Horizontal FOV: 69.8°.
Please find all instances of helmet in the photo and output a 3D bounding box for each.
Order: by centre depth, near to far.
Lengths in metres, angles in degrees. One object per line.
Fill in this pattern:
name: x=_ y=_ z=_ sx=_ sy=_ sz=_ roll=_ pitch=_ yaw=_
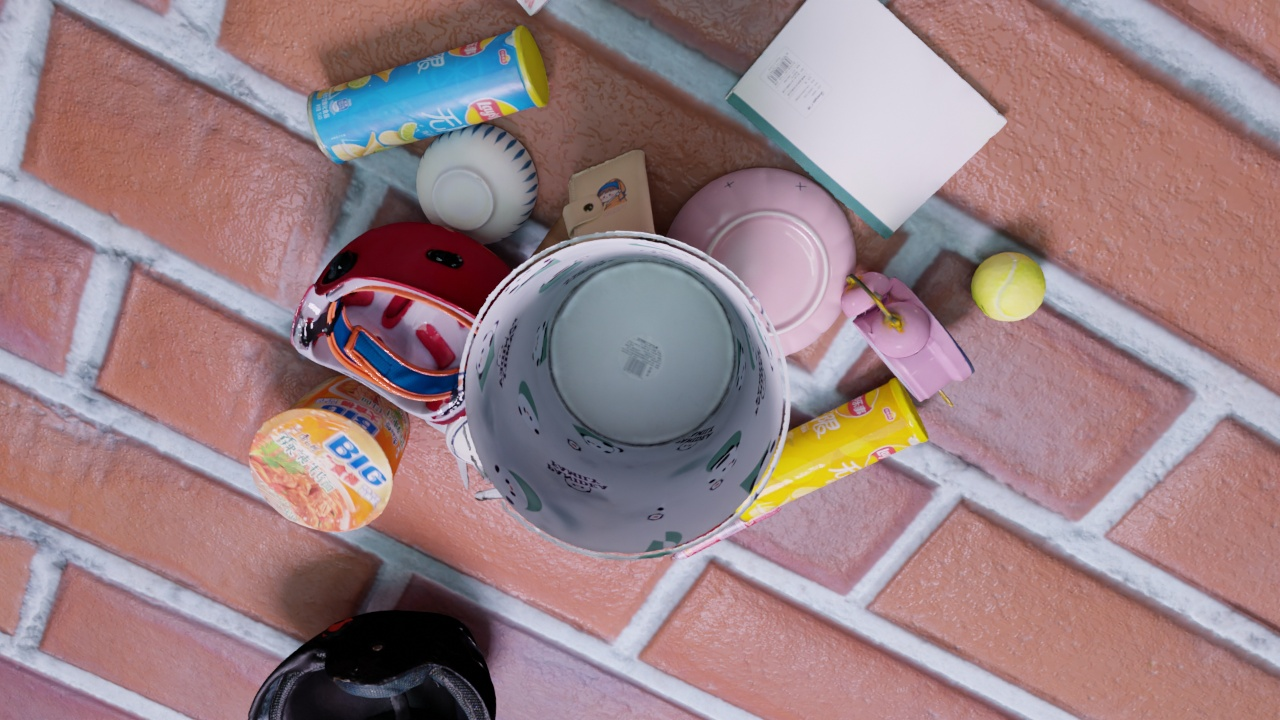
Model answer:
helmet: x=-0.197 y=-0.054 z=0.868 sx=0.207 sy=0.143 sz=0.241 roll=33 pitch=144 yaw=-29
helmet: x=-0.302 y=0.410 z=1.075 sx=0.275 sy=0.230 sz=0.233 roll=-1 pitch=101 yaw=5

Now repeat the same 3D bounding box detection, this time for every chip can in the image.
chip can: x=-0.193 y=-0.240 z=0.838 sx=0.210 sy=0.071 sz=0.071 roll=-13 pitch=114 yaw=12
chip can: x=0.188 y=0.095 z=0.961 sx=0.214 sy=0.072 sz=0.072 roll=-28 pitch=110 yaw=19

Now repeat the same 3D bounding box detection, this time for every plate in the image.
plate: x=0.116 y=-0.086 z=0.880 sx=0.192 sy=0.039 sz=0.192 roll=-1 pitch=108 yaw=-3

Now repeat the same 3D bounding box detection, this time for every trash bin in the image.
trash bin: x=-0.005 y=0.010 z=0.749 sx=0.229 sy=0.251 sz=0.229 roll=1 pitch=98 yaw=4

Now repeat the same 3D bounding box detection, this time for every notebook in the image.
notebook: x=0.204 y=-0.229 z=0.836 sx=0.209 sy=0.012 sz=0.151 roll=38 pitch=113 yaw=-12

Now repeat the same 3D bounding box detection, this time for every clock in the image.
clock: x=0.244 y=-0.027 z=0.858 sx=0.060 sy=0.117 sz=0.158 roll=-39 pitch=127 yaw=9

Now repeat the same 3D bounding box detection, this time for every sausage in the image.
sausage: x=0.097 y=0.192 z=1.045 sx=0.156 sy=0.020 sz=0.020 roll=-31 pitch=109 yaw=18

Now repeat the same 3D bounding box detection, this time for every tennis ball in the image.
tennis ball: x=0.348 y=-0.070 z=0.868 sx=0.065 sy=0.065 sz=0.065 roll=2 pitch=116 yaw=5

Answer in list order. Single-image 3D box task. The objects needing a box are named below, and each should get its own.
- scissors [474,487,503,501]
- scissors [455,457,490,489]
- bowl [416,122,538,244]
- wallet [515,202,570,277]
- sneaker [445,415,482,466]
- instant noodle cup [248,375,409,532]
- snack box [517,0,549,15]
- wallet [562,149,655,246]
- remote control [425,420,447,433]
scissors: x=-0.071 y=0.146 z=1.031 sx=0.189 sy=0.015 sz=0.224 roll=-37 pitch=114 yaw=17
scissors: x=-0.203 y=0.067 z=1.020 sx=0.170 sy=0.012 sz=0.144 roll=39 pitch=113 yaw=-15
bowl: x=-0.161 y=-0.162 z=0.875 sx=0.116 sy=0.066 sz=0.117 roll=3 pitch=116 yaw=5
wallet: x=-0.047 y=-0.086 z=0.890 sx=0.115 sy=0.020 sz=0.101 roll=36 pitch=79 yaw=-3
sneaker: x=-0.098 y=0.083 z=0.930 sx=0.241 sy=0.087 sz=0.118 roll=-3 pitch=121 yaw=18
instant noodle cup: x=-0.324 y=0.092 z=0.989 sx=0.151 sy=0.111 sz=0.151 roll=2 pitch=116 yaw=5
snack box: x=-0.066 y=-0.382 z=0.782 sx=0.157 sy=0.026 sz=0.084 roll=-37 pitch=107 yaw=20
wallet: x=-0.032 y=-0.141 z=0.849 sx=0.087 sy=0.115 sz=0.024 roll=-19 pitch=142 yaw=16
remote control: x=-0.168 y=0.077 z=1.007 sx=0.136 sy=0.020 sz=0.056 roll=33 pitch=112 yaw=-21
